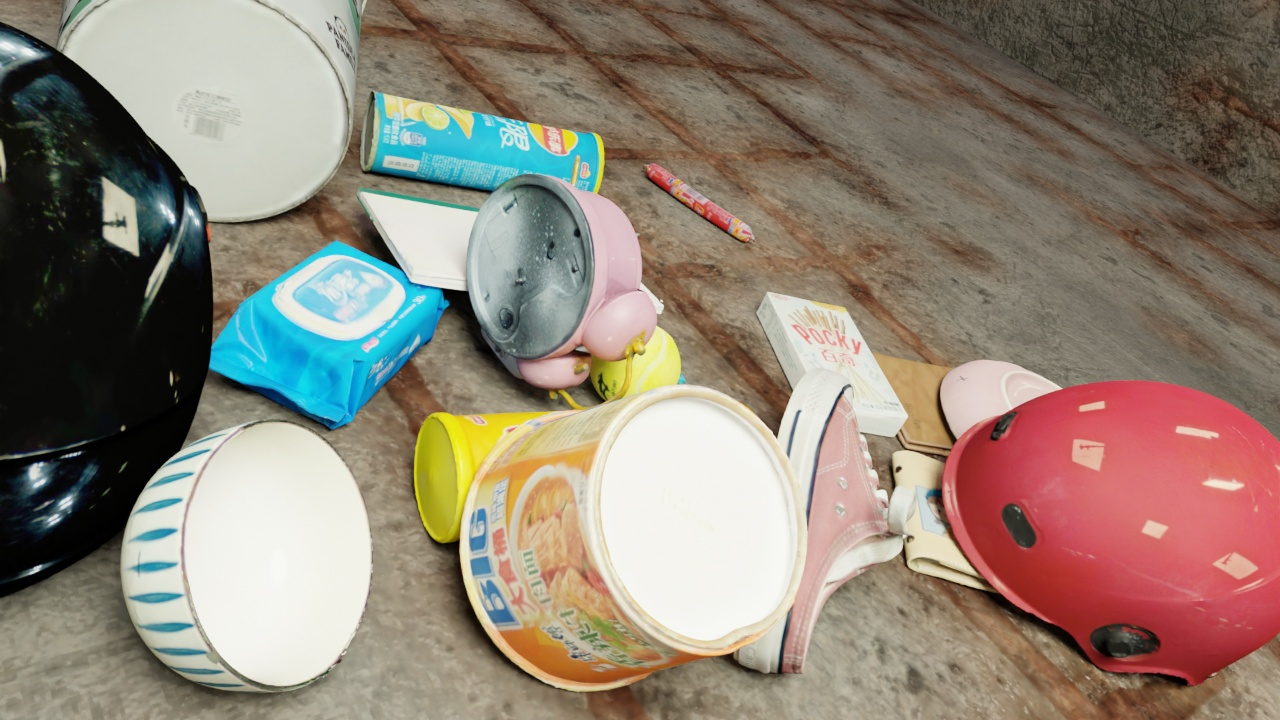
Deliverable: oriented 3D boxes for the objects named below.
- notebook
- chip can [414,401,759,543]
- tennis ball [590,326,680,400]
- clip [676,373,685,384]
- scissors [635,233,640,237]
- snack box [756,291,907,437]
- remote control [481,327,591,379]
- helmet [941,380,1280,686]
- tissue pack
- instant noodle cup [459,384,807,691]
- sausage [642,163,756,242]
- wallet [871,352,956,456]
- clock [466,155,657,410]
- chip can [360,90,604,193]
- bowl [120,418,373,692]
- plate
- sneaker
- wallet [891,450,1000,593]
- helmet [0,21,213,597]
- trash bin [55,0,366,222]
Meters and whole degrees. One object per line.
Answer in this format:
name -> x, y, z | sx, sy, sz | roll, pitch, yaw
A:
notebook -> -0.101, -0.086, 0.715 | 0.208, 0.012, 0.150 | 5, 28, -35
chip can -> -0.024, 0.063, 0.556 | 0.213, 0.072, 0.072 | 0, 40, -32
tennis ball -> -0.004, 0.004, 0.655 | 0.065, 0.066, 0.065 | 16, 34, -11
clip -> 0.010, 0.005, 0.702 | 0.055, 0.037, 0.013 | 32, 36, -2
scissors -> -0.043, -0.089, 0.808 | 0.169, 0.012, 0.144 | -6, 43, -35
snack box -> 0.163, 0.001, 0.797 | 0.084, 0.027, 0.156 | 9, 37, -20
remote control -> -0.056, -0.025, 0.697 | 0.135, 0.020, 0.056 | -20, 63, -46
helmet -> 0.349, 0.097, 0.630 | 0.240, 0.144, 0.206 | 18, 51, -12
tissue pack -> -0.195, -0.022, 0.587 | 0.095, 0.052, 0.156 | 25, 33, 2
instant noodle cup -> 0.002, 0.083, 0.451 | 0.151, 0.112, 0.151 | 11, 68, -29
sausage -> 0.061, -0.168, 0.976 | 0.156, 0.020, 0.020 | 38, 36, 21
wallet -> 0.255, 0.040, 0.805 | 0.101, 0.020, 0.115 | 9, 38, -20
clock -> -0.048, -0.042, 0.594 | 0.059, 0.117, 0.158 | -4, 71, -50
chip can -> -0.142, -0.191, 0.837 | 0.210, 0.071, 0.071 | 5, 38, -25
bowl -> -0.181, 0.088, 0.409 | 0.066, 0.116, 0.116 | -11, 28, 19
plate -> 0.350, 0.065, 0.789 | 0.192, 0.039, 0.192 | 20, 37, -16
sneaker -> 0.122, 0.095, 0.571 | 0.088, 0.118, 0.240 | 11, 37, 13
wallet -> 0.232, 0.119, 0.679 | 0.087, 0.024, 0.115 | 17, 34, -2
helmet -> -0.300, -0.032, 0.380 | 0.233, 0.231, 0.274 | -3, 80, -34
trash bin -> -0.317, -0.253, 0.694 | 0.229, 0.230, 0.251 | 5, 42, -25
